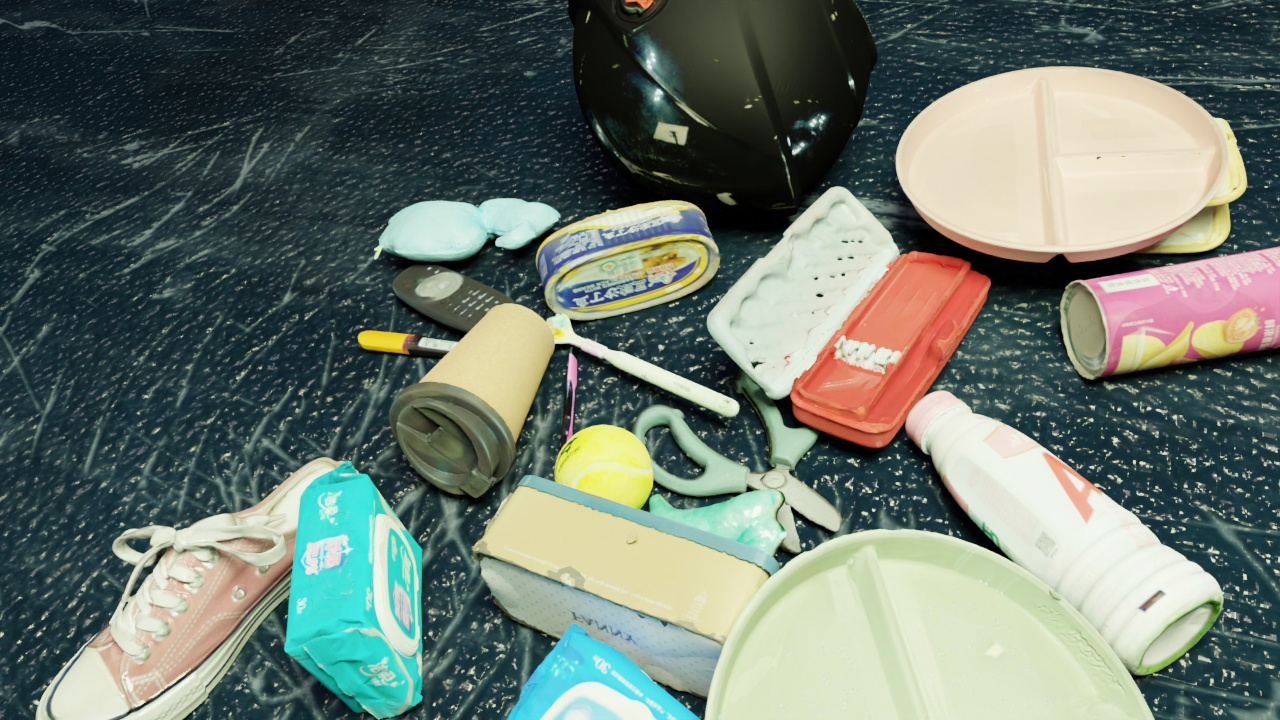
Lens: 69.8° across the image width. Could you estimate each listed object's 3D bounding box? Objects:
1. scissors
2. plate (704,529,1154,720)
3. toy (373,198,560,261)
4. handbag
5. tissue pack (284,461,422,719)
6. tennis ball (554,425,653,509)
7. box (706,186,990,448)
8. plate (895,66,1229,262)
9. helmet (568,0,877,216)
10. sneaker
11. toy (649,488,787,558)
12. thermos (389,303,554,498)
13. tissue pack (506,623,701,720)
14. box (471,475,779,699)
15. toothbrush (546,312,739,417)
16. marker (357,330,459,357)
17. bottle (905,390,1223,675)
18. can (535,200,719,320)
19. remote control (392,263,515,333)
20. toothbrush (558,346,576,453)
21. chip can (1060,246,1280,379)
[{"bbox_3d":[0.087,0.055,0.636,0.177,0.019,0.171,29,57,36],"label":"scissors"},{"bbox_3d":[0.139,0.192,0.429,0.230,0.028,0.229,4,58,-7],"label":"plate"},{"bbox_3d":[-0.166,-0.120,0.843,0.156,0.050,0.161,-23,31,-30],"label":"toy"},{"bbox_3d":[0.386,-0.166,0.752,0.163,0.063,0.178,4,52,18],"label":"handbag"},{"bbox_3d":[-0.168,0.138,0.558,0.050,0.093,0.133,-17,45,1],"label":"tissue pack"},{"bbox_3d":[-0.024,0.076,0.606,0.065,0.065,0.065,-6,45,6],"label":"tennis ball"},{"bbox_3d":[0.154,-0.035,0.669,0.160,0.064,0.200,34,54,15],"label":"box"},{"bbox_3d":[0.314,-0.152,0.702,0.230,0.028,0.229,-9,47,9],"label":"plate"},{"bbox_3d":[0.059,-0.240,0.787,0.275,0.233,0.230,7,78,17],"label":"helmet"},{"bbox_3d":[-0.279,0.139,0.584,0.118,0.088,0.240,26,55,32],"label":"sneaker"},{"bbox_3d":[0.050,0.112,0.570,0.092,0.030,0.096,-22,49,13],"label":"toy"},{"bbox_3d":[-0.116,0.024,0.670,0.093,0.093,0.142,6,39,18],"label":"thermos"},{"bbox_3d":[-0.008,0.210,0.464,0.157,0.052,0.094,27,71,33],"label":"tissue pack"},{"bbox_3d":[-0.002,0.133,0.529,0.184,0.090,0.063,14,50,21],"label":"box"},{"bbox_3d":[-0.004,0.004,0.687,0.190,0.020,0.029,24,72,36],"label":"toothbrush"},{"bbox_3d":[-0.178,-0.011,0.766,0.124,0.015,0.018,6,49,14],"label":"marker"},{"bbox_3d":[0.233,0.088,0.538,0.068,0.068,0.197,-25,43,-13],"label":"bottle"},{"bbox_3d":[-0.011,-0.082,0.756,0.148,0.075,0.049,-15,47,-3],"label":"can"},{"bbox_3d":[-0.161,-0.051,0.793,0.136,0.024,0.053,24,54,35],"label":"remote control"},{"bbox_3d":[-0.056,0.056,0.672,0.018,0.014,0.188,-23,40,19],"label":"toothbrush"},{"bbox_3d":[0.404,-0.038,0.621,0.210,0.071,0.071,-10,44,4],"label":"chip can"}]
